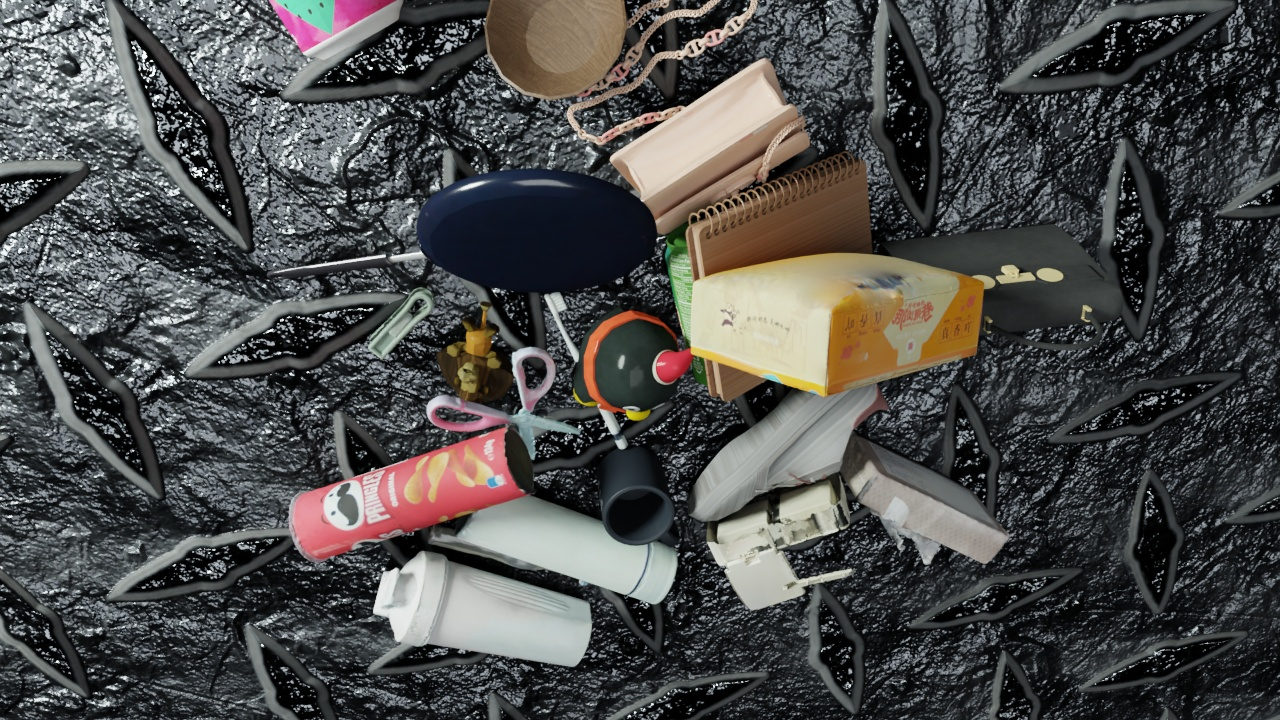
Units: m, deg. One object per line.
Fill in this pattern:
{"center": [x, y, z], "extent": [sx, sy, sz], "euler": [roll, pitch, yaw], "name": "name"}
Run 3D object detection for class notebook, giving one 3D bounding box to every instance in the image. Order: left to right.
{"center": [0.133, -0.080, 0.818], "extent": [0.209, 0.022, 0.169], "euler": [-27, 119, -31], "name": "notebook"}

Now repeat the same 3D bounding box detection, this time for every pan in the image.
{"center": [-0.162, -0.091, 0.785], "extent": [0.357, 0.021, 0.199], "euler": [-6, 160, 13], "name": "pan"}

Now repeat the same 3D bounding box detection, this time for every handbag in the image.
{"center": [0.048, -0.227, 0.789], "extent": [0.199, 0.116, 0.187], "euler": [-30, 78, 12], "name": "handbag"}
{"center": [0.334, -0.051, 0.822], "extent": [0.175, 0.195, 0.072], "euler": [-6, 116, -5], "name": "handbag"}

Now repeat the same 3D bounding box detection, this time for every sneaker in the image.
{"center": [0.154, 0.097, 0.924], "extent": [0.236, 0.099, 0.089], "euler": [-44, 99, 11], "name": "sneaker"}

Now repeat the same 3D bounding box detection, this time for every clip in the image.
{"center": [-0.220, -0.036, 0.849], "extent": [0.076, 0.047, 0.023], "euler": [-44, 115, 9], "name": "clip"}

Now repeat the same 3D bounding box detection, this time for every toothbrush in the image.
{"center": [-0.135, 0.210, 0.982], "extent": [0.185, 0.022, 0.024], "euler": [20, 114, -18], "name": "toothbrush"}
{"center": [-0.050, 0.012, 0.904], "extent": [0.017, 0.012, 0.187], "euler": [-24, 116, 0], "name": "toothbrush"}

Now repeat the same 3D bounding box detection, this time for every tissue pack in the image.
{"center": [0.289, 0.153, 0.967], "extent": [0.181, 0.103, 0.071], "euler": [29, 110, -20], "name": "tissue pack"}

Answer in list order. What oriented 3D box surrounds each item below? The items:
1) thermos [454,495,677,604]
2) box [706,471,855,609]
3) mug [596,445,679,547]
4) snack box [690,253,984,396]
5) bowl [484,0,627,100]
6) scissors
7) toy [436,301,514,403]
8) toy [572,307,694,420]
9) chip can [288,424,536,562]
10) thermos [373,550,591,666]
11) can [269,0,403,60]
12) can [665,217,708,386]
{"center": [-0.074, 0.189, 0.955], "extent": [0.230, 0.067, 0.068], "euler": [23, 110, -16], "name": "thermos"}
{"center": [0.147, 0.203, 0.903], "extent": [0.144, 0.193, 0.101], "euler": [-21, 103, 16], "name": "box"}
{"center": [0.004, 0.148, 0.939], "extent": [0.071, 0.077, 0.105], "euler": [-38, 114, 10], "name": "mug"}
{"center": [0.160, -0.041, 0.740], "extent": [0.194, 0.145, 0.081], "euler": [-12, 111, -37], "name": "snack box"}
{"center": [-0.066, -0.266, 0.743], "extent": [0.118, 0.030, 0.118], "euler": [0, 90, 10], "name": "bowl"}
{"center": [-0.109, 0.042, 0.870], "extent": [0.172, 0.014, 0.159], "euler": [19, 126, -40], "name": "scissors"}
{"center": [-0.151, -0.007, 0.852], "extent": [0.076, 0.062, 0.100], "euler": [17, 122, 5], "name": "toy"}
{"center": [-0.005, 0.005, 0.847], "extent": [0.097, 0.119, 0.100], "euler": [-5, 105, -22], "name": "toy"}
{"center": [-0.217, 0.128, 0.881], "extent": [0.233, 0.073, 0.073], "euler": [-18, 117, 12], "name": "chip can"}
{"center": [-0.166, 0.268, 0.969], "extent": [0.220, 0.099, 0.099], "euler": [20, 111, -20], "name": "thermos"}
{"center": [-0.253, -0.315, 0.678], "extent": [0.088, 0.088, 0.166], "euler": [-27, 116, 5], "name": "can"}
{"center": [0.075, -0.053, 0.849], "extent": [0.083, 0.083, 0.144], "euler": [-15, 116, -1], "name": "can"}
